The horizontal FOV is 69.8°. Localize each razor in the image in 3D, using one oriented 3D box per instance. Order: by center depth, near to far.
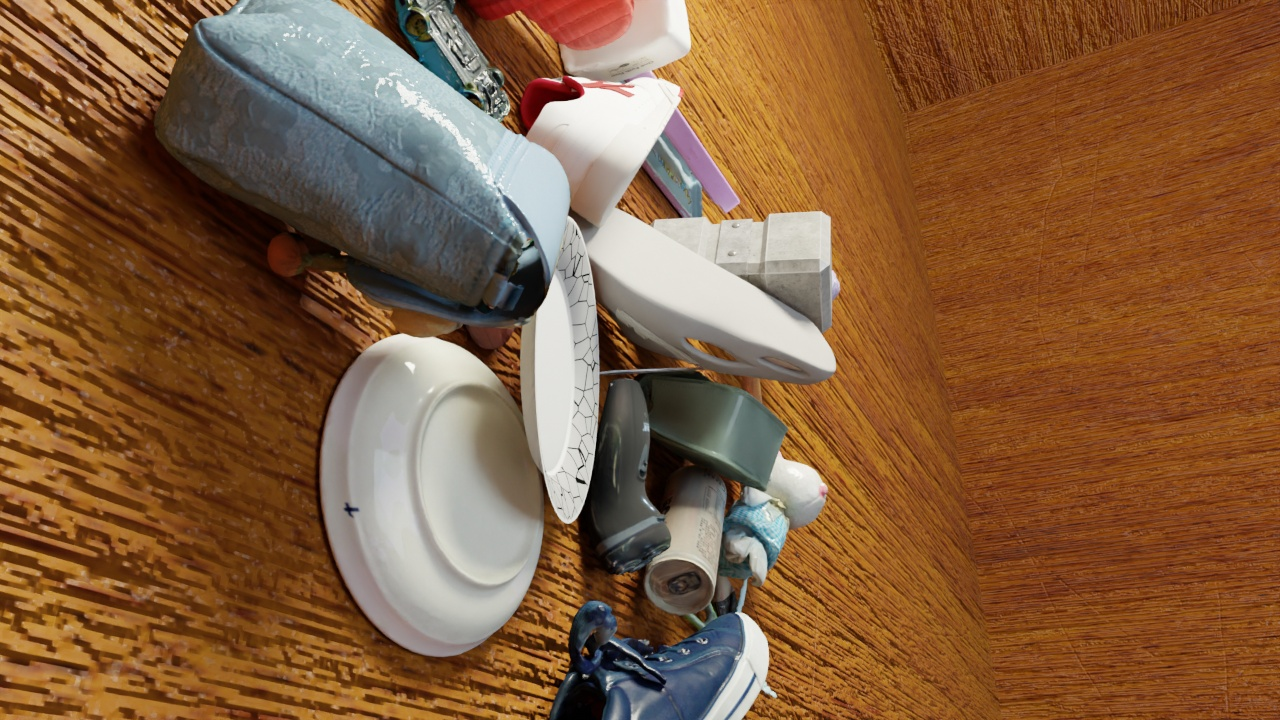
[{"bbox_3d":[-0.007,0.083,0.664,0.053,0.064,0.140,22,69,-69],"label":"razor"}]

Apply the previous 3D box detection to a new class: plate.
[{"bbox_3d":[-0.101,0.070,0.516,0.182,0.034,0.182,41,42,-52],"label":"plate"},{"bbox_3d":[-0.051,0.005,0.574,0.188,0.016,0.188,1,89,-82],"label":"plate"}]

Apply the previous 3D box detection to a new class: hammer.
[{"bbox_3d":[0.107,0.006,0.902,0.082,0.163,0.318,-78,162,-44],"label":"hammer"}]

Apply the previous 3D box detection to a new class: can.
[{"bbox_3d":[0.038,0.138,0.733,0.135,0.054,0.054,-69,139,-63],"label":"can"}]

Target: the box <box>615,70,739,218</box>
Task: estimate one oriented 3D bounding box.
[{"bbox_3d":[0.027,-0.222,0.926,0.214,0.065,0.078,42,27,-51],"label":"box"}]

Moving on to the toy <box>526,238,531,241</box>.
[{"bbox_3d":[-0.118,-0.112,0.542,0.127,0.065,0.094,34,50,-49],"label":"toy"}]

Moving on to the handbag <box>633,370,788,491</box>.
[{"bbox_3d":[0.059,0.055,0.783,0.122,0.106,0.067,36,73,-54],"label":"handbag"}]

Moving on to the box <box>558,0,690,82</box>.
[{"bbox_3d":[-0.012,-0.303,0.815,0.091,0.107,0.102,1,77,-68],"label":"box"}]

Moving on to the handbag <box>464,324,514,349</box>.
[{"bbox_3d":[-0.088,-0.054,0.623,0.119,0.029,0.055,-62,135,-62],"label":"handbag"}]

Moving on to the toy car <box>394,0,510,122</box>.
[{"bbox_3d":[-0.126,-0.200,0.603,0.105,0.032,0.048,56,31,-27],"label":"toy car"}]

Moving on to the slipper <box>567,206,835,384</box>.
[{"bbox_3d":[0.032,-0.034,0.737,0.265,0.081,0.112,24,35,-21],"label":"slipper"}]

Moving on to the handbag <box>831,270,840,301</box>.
[{"bbox_3d":[0.141,-0.084,1.000,0.158,0.127,0.069,16,65,-64],"label":"handbag"}]

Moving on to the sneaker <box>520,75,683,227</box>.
[{"bbox_3d":[-0.038,-0.191,0.727,0.104,0.091,0.236,32,32,-7],"label":"sneaker"}]

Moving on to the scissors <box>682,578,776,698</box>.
[{"bbox_3d":[0.076,0.258,0.805,0.171,0.021,0.171,49,38,-29],"label":"scissors"}]

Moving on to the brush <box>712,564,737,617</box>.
[{"bbox_3d":[0.078,0.219,0.846,0.038,0.012,0.151,-7,84,-65],"label":"brush"}]

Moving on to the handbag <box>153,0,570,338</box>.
[{"bbox_3d":[-0.127,-0.082,0.441,0.192,0.119,0.121,30,29,-18],"label":"handbag"}]

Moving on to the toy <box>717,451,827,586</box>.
[{"bbox_3d":[0.118,0.131,0.848,0.131,0.106,0.205,66,19,-14],"label":"toy"}]

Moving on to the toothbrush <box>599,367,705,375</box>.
[{"bbox_3d":[-0.004,0.004,0.698,0.181,0.010,0.010,-2,78,-40],"label":"toothbrush"}]

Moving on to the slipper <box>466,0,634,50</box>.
[{"bbox_3d":[-0.080,-0.281,0.658,0.248,0.104,0.059,19,57,-58],"label":"slipper"}]

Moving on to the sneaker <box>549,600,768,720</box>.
[{"bbox_3d":[-0.004,0.210,0.596,0.127,0.121,0.293,55,26,8],"label":"sneaker"}]
